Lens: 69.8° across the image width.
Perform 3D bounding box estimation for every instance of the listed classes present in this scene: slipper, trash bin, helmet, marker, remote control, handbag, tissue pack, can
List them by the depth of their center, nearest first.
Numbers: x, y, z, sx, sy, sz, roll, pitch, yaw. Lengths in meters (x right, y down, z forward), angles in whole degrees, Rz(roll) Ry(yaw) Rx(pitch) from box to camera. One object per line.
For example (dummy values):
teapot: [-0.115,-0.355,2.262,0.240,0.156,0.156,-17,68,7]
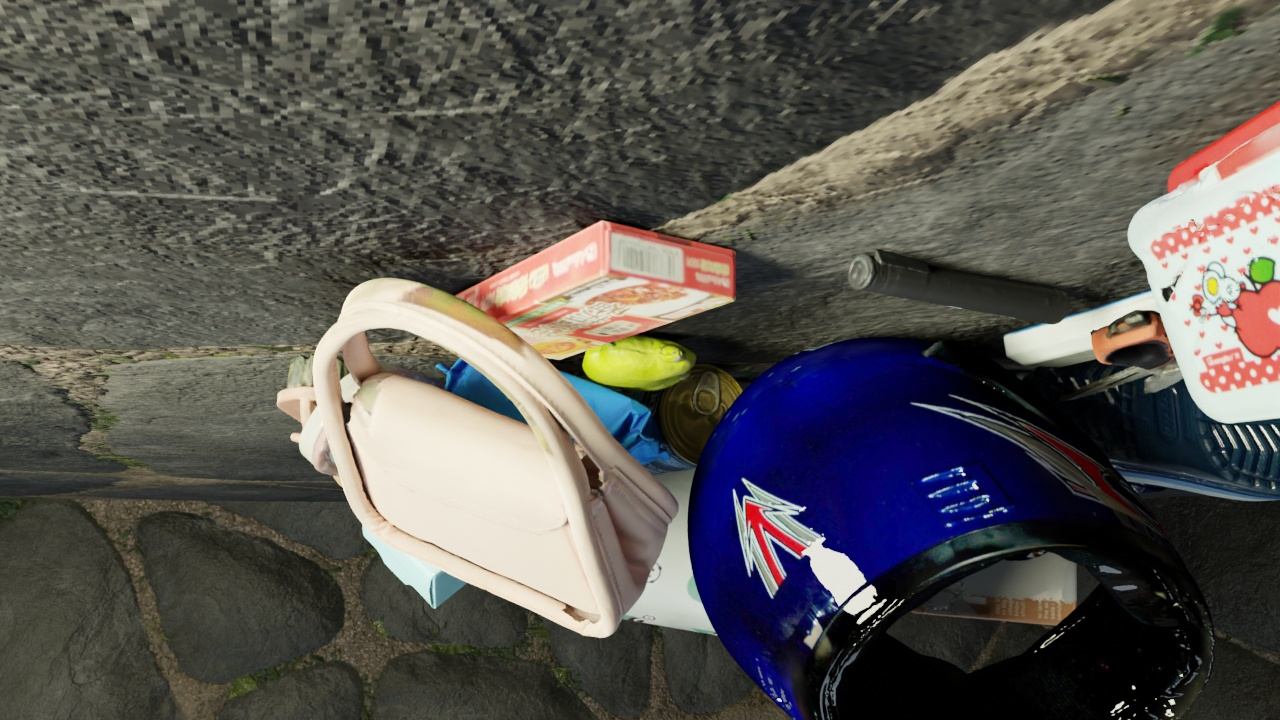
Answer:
marker: [0.159,-0.036,0.448,0.132,0.020,0.022,7,137,-27]
handbag: [-0.089,0.045,0.503,0.193,0.093,0.234,16,148,21]
remote control: [0.269,-0.018,0.525,0.049,0.024,0.125,2,167,-22]
helmet: [0.179,0.114,0.592,0.315,0.240,0.248,23,114,-28]
tissue pack: [-0.056,0.038,0.620,0.157,0.052,0.095,20,171,10]
slipper: [0.385,0.053,0.667,0.252,0.105,0.095,4,161,-8]
slipper: [-0.163,0.066,0.691,0.054,0.114,0.274,37,173,14]
can: [0.023,0.049,0.709,0.075,0.075,0.111,5,168,-26]
trash bin: [-0.004,0.166,0.954,0.252,0.229,0.230,6,168,-3]

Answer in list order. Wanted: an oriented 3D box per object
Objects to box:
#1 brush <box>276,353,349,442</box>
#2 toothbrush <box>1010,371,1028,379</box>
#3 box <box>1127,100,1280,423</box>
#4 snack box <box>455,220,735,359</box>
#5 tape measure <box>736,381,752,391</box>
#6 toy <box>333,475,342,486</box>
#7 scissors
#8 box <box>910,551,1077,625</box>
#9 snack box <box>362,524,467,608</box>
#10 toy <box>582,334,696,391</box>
brush: [-0.223,0.043,0.675,0.063,0.073,0.146,3,166,-1]
toothbrush: [0.283,0.017,0.708,0.191,0.018,0.016,2,168,-10]
box: [0.219,-0.039,0.230,0.095,0.101,0.202,1,169,-4]
snack box: [-0.030,-0.029,0.451,0.075,0.025,0.153,9,165,-36]
tape measure: [0.080,0.036,0.756,0.065,0.033,0.066,1,171,-14]
toy: [-0.226,0.109,0.982,0.144,0.082,0.225,7,176,30]
scissors: [0.299,-0.005,0.503,0.225,0.015,0.189,9,159,-44]
box: [0.270,0.115,0.754,0.185,0.182,0.154,1,173,41]
snack box: [-0.107,0.091,0.662,0.174,0.074,0.052,-36,154,-34]
toy: [-0.004,0.003,0.598,0.097,0.031,0.100,-5,168,29]
